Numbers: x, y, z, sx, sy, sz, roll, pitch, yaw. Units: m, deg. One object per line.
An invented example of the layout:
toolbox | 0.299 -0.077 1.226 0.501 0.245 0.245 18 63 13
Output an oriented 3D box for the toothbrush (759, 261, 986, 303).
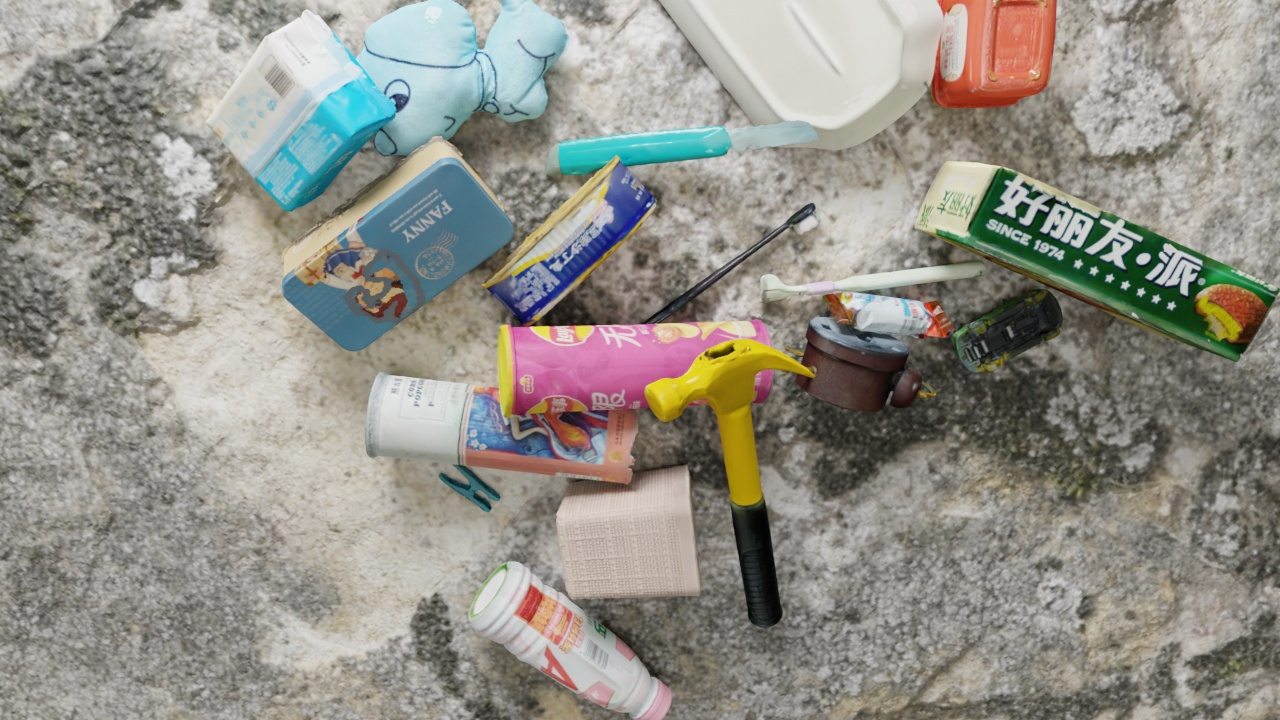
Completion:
toothbrush | 0.192 -0.067 0.759 0.189 0.020 0.029 -6 135 -1

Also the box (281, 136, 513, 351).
box | -0.184 -0.092 0.708 0.184 0.061 0.090 -35 130 10

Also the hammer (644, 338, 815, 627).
hammer | 0.087 0.110 0.741 0.128 0.033 0.301 -25 127 -17

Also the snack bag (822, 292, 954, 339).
snack bag | 0.201 -0.038 0.744 0.104 0.048 0.026 7 127 -15

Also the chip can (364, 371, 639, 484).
chip can | -0.111 0.057 0.756 0.214 0.071 0.071 7 104 -4

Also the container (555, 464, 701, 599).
container | -0.009 0.146 0.775 0.111 0.089 0.090 -6 105 4

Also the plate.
plate | 0.102 -0.271 0.666 0.162 0.034 0.266 -32 105 28

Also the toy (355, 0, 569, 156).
toy | -0.145 -0.221 0.693 0.156 0.049 0.162 19 108 -10

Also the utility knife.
utility knife | 0.028 -0.166 0.712 0.216 0.013 0.029 -3 112 12

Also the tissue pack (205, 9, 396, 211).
tissue pack | -0.247 -0.179 0.676 0.140 0.063 0.090 -30 106 38

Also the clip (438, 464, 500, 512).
clip | -0.148 0.110 0.799 0.056 0.014 0.042 41 100 -9

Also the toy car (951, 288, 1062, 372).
toy car | 0.303 -0.026 0.762 0.091 0.036 0.043 -28 102 7

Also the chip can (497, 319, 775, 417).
chip can | -0.004 0.004 0.724 0.210 0.071 0.071 -2 105 -13

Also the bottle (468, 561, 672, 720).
bottle | -0.057 0.258 0.815 0.197 0.068 0.068 39 100 -15

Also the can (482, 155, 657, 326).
can | -0.055 -0.091 0.715 0.148 0.074 0.049 -41 104 15

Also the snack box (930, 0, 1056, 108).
snack box | 0.262 -0.236 0.684 0.082 0.080 0.091 -2 105 -1

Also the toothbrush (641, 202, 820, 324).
toothbrush | 0.070 -0.071 0.756 0.181 0.015 0.018 -34 112 6

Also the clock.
clock | 0.182 0.006 0.745 0.122 0.082 0.055 14 108 -4

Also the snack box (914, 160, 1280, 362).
snack box | 0.344 -0.081 0.709 0.240 0.114 0.063 22 102 -8
